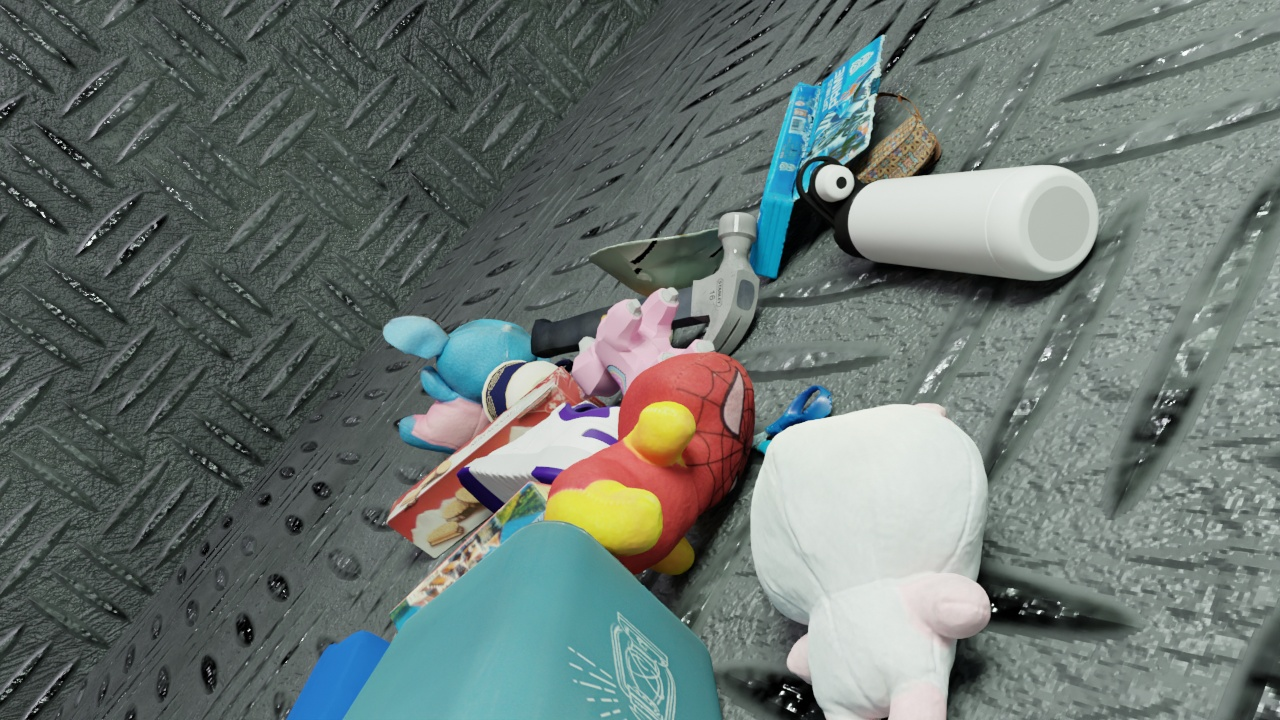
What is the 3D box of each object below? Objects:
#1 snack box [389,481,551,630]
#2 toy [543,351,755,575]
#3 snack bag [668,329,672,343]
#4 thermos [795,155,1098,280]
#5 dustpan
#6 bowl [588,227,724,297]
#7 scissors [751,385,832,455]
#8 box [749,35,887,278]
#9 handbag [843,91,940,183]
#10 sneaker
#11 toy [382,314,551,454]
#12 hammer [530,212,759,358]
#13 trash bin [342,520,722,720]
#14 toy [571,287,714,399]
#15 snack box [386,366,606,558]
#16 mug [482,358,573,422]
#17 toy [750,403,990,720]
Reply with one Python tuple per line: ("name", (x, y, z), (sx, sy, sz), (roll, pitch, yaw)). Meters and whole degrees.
("snack box", (-0.088, 0.155, 0.682), (0.145, 0.142, 0.040), (-44, 65, 8))
("toy", (0.012, 0.072, 0.615), (0.215, 0.099, 0.148), (-51, -19, -49))
("snack bag", (-0.013, -0.024, 1.014), (0.087, 0.044, 0.155), (-40, 10, -20))
("thermos", (0.198, -0.107, 0.638), (0.068, 0.101, 0.230), (-51, 19, -4))
("dustpan", (-0.262, 0.320, 0.821), (0.258, 0.059, 0.244), (-44, 17, 37))
("bowl", (0.033, -0.093, 0.981), (0.174, 0.068, 0.174), (-10, 1, 0))
("scissors", (0.094, 0.052, 0.682), (0.083, 0.016, 0.135), (-58, 18, -18))
("box", (0.163, -0.213, 0.898), (0.176, 0.060, 0.242), (-58, 8, 43))
("handbag", (0.226, -0.203, 0.853), (0.094, 0.043, 0.195), (-41, 19, 30))
("sneaker", (-0.084, 0.089, 0.861), (0.245, 0.092, 0.110), (-13, 35, 54))
("toy", (-0.212, 0.031, 1.101), (0.099, 0.223, 0.192), (46, 113, 44))
("hammer", (-0.010, -0.047, 0.919), (0.313, 0.035, 0.139), (-9, 71, 47))
("trash bin", (-0.057, 0.213, 0.437), (0.199, 0.196, 0.218), (-39, 15, 17))
("toy", (-0.005, 0.005, 0.824), (0.067, 0.123, 0.158), (-20, -20, -34))
("snack box", (-0.156, 0.114, 0.975), (0.274, 0.076, 0.044), (-38, 25, 23))
("mug", (-0.111, 0.034, 1.031), (0.111, 0.086, 0.089), (-42, 19, -24))
("toy", (0.109, 0.101, 0.440), (0.139, 0.101, 0.179), (-45, 33, 42))
